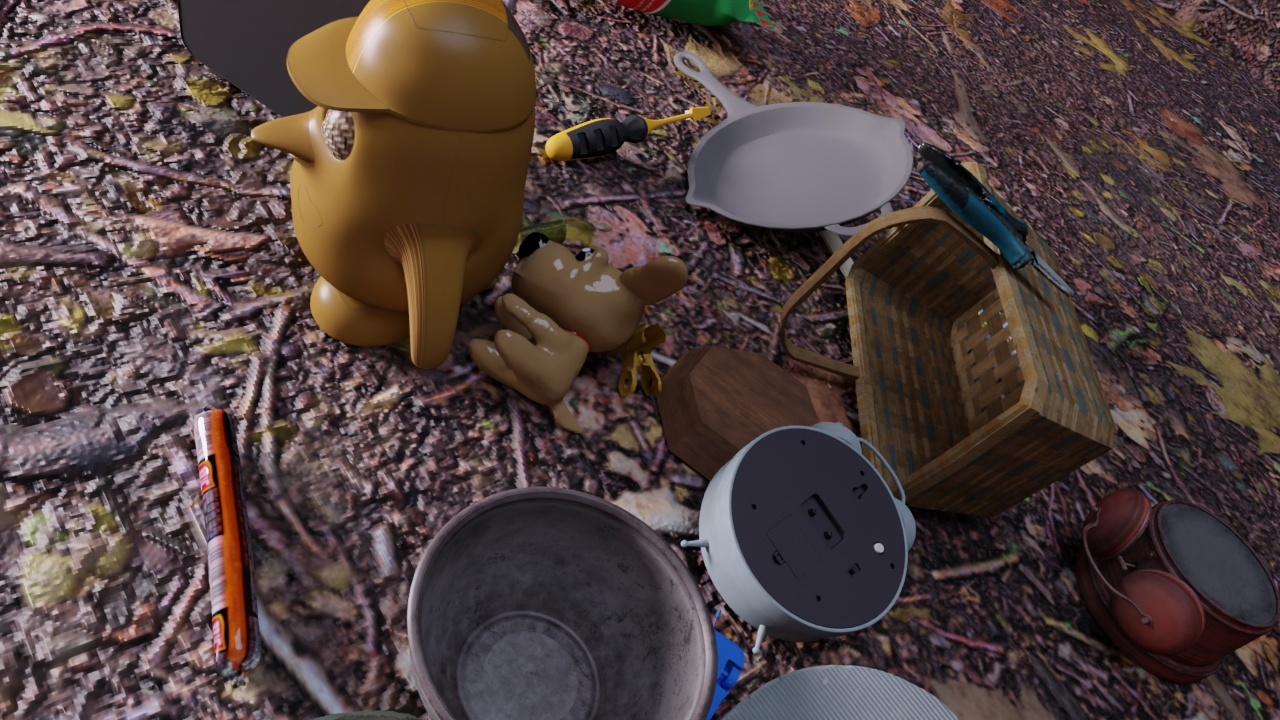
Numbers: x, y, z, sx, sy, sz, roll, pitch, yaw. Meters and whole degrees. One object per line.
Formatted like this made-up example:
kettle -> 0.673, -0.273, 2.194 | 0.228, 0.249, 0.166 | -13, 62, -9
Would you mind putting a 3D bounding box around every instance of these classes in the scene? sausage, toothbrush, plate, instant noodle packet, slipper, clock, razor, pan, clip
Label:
sausage -> -0.196, 0.081, 0.435 | 0.020, 0.020, 0.155 | -1, 51, -31
toothbrush -> -0.005, -0.203, 0.804 | 0.196, 0.031, 0.031 | -25, 23, -38
plate -> 0.074, 0.036, 0.629 | 0.131, 0.025, 0.131 | 16, 44, -16
instant noodle packet -> 0.011, -0.445, 1.007 | 0.252, 0.091, 0.195 | 4, 48, -26
slipper -> 0.037, 0.224, 0.419 | 0.268, 0.055, 0.098 | -21, 59, -29
clock -> 0.372, 0.157, 0.651 | 0.157, 0.072, 0.120 | 15, 44, -19
razor -> -0.102, -0.121, 0.683 | 0.042, 0.026, 0.106 | -21, 58, -39
pan -> 0.114, -0.207, 0.855 | 0.216, 0.024, 0.354 | -22, 47, -12
clock -> 0.105, 0.098, 0.551 | 0.158, 0.045, 0.122 | -28, 79, -37
clip -> -0.008, 0.002, 0.608 | 0.039, 0.053, 0.047 | 0, 80, -32

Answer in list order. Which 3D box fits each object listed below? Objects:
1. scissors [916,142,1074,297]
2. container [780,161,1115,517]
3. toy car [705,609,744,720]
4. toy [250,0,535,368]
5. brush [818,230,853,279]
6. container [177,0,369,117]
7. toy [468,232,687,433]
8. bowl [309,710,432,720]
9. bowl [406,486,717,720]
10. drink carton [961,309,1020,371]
scissors -> 0.236, -0.095, 0.608 | 0.129, 0.019, 0.137 | -3, 62, -43
container -> 0.205, -0.026, 0.659 | 0.186, 0.158, 0.249 | 25, 44, -19
toy car -> 0.025, 0.170, 0.484 | 0.033, 0.062, 0.091 | 34, 72, 5
toy -> -0.134, -0.120, 0.525 | 0.162, 0.204, 0.198 | -2, 51, -31
brush -> 0.181, -0.094, 0.828 | 0.033, 0.012, 0.217 | 4, 47, -27
container -> -0.202, -0.277, 0.621 | 0.163, 0.242, 0.130 | 34, 50, 3
toy -> -0.047, -0.025, 0.576 | 0.106, 0.134, 0.108 | 44, 67, -17
bowl -> -0.101, 0.210, 0.317 | 0.153, 0.073, 0.153 | 10, 48, -11
bowl -> -0.043, 0.138, 0.432 | 0.145, 0.067, 0.144 | 16, 44, -16
drink carton -> 0.293, -0.032, 0.811 | 0.129, 0.039, 0.044 | 36, 42, 5
